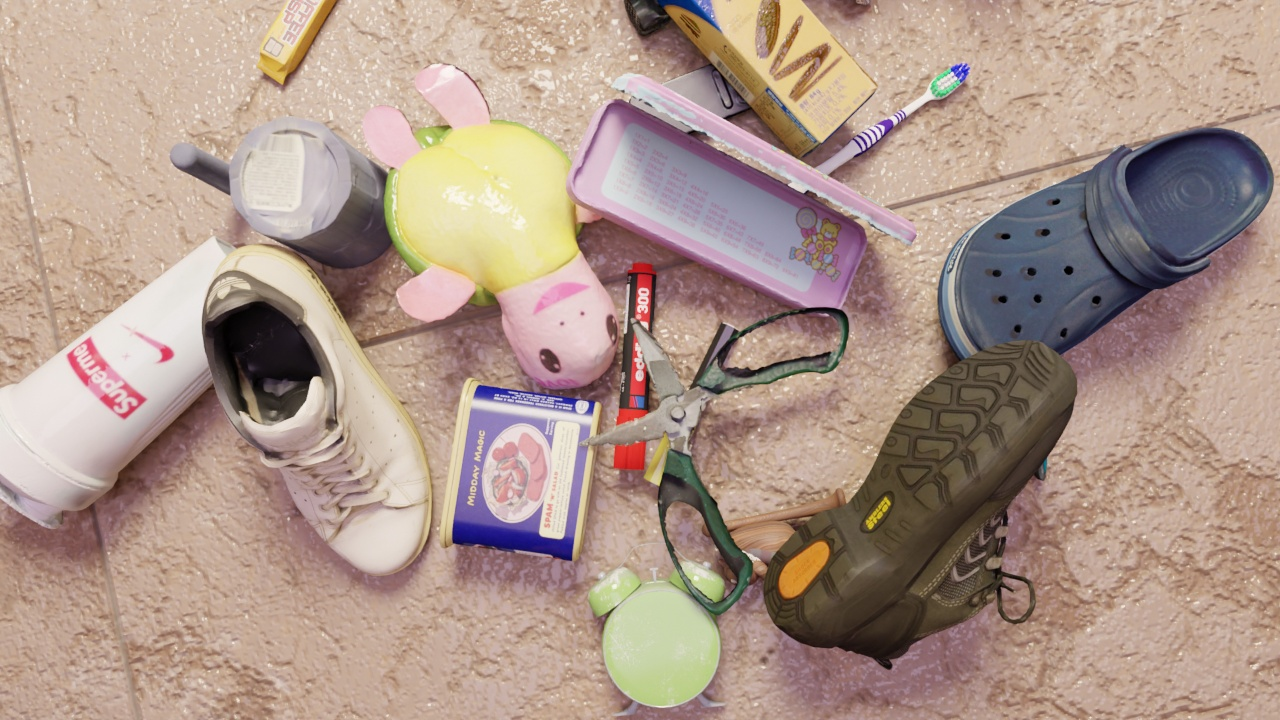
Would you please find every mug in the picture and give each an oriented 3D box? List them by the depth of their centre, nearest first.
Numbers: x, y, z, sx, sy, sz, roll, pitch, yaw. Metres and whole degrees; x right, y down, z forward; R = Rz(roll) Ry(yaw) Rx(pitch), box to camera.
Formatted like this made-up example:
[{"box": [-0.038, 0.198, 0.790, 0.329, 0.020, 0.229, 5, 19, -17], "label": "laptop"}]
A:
[{"box": [-0.236, -0.115, 0.620, 0.124, 0.104, 0.084, 14, 88, 2], "label": "mug"}]

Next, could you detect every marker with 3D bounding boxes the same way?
[{"box": [0.038, 0.032, 0.648, 0.021, 0.017, 0.124, 26, 87, 2], "label": "marker"}, {"box": [-0.004, 0.004, 0.648, 0.021, 0.023, 0.145, 1, 86, 39], "label": "marker"}]

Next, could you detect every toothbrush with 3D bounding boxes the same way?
[{"box": [0.158, -0.155, 0.656, 0.186, 0.016, 0.015, -35, 87, -1], "label": "toothbrush"}]

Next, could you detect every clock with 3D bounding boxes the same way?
[{"box": [0.014, 0.185, 0.629, 0.094, 0.042, 0.119, -7, 86, 0], "label": "clock"}]

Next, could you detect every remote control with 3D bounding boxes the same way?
[{"box": [0.067, -0.196, 0.659, 0.152, 0.020, 0.041, -22, 91, -1], "label": "remote control"}]

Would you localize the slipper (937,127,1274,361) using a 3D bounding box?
[{"box": [0.309, -0.085, 0.604, 0.252, 0.095, 0.105, -31, 83, -7], "label": "slipper"}]

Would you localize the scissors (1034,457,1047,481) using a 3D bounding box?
[{"box": [0.250, 0.016, 0.643, 0.124, 0.019, 0.155, -21, 85, -2], "label": "scissors"}]

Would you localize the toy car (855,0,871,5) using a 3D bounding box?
[{"box": [0.156, -0.317, 0.656, 0.039, 0.039, 0.113, 4, 86, 23], "label": "toy car"}]

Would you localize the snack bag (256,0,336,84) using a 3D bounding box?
[{"box": [-0.246, -0.251, 0.670, 0.026, 0.020, 0.099, 31, 88, 2], "label": "snack bag"}]

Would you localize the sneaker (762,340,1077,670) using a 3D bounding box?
[{"box": [0.205, 0.111, 0.576, 0.143, 0.101, 0.238, 36, 103, -21], "label": "sneaker"}]

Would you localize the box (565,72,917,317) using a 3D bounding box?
[{"box": [0.068, -0.104, 0.587, 0.214, 0.093, 0.089, 24, 87, -16], "label": "box"}]

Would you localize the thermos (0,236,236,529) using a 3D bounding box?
[{"box": [-0.351, 0.010, 0.625, 0.220, 0.099, 0.099, -42, 87, -5], "label": "thermos"}]

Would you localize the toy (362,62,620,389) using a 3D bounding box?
[{"box": [-0.092, -0.089, 0.624, 0.189, 0.088, 0.238, -38, 92, -24], "label": "toy"}]

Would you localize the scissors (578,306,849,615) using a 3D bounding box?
[{"box": [0.066, 0.051, 0.611, 0.201, 0.015, 0.201, -23, 89, -6], "label": "scissors"}]

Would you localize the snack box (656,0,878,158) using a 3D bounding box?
[{"box": [0.065, -0.234, 0.617, 0.056, 0.057, 0.207, -44, 95, -2], "label": "snack box"}]

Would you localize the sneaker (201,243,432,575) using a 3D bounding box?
[{"box": [-0.202, 0.045, 0.584, 0.089, 0.102, 0.241, -24, 110, -4], "label": "sneaker"}]

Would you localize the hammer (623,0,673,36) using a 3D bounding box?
[{"box": [-0.021, -0.402, 0.668, 0.130, 0.032, 0.318, -30, 86, 1], "label": "hammer"}]

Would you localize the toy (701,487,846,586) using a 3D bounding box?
[{"box": [0.095, 0.125, 0.631, 0.102, 0.041, 0.054, -13, 64, 9], "label": "toy"}]

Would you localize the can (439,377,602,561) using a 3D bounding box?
[{"box": [-0.080, 0.076, 0.630, 0.092, 0.056, 0.116, 8, 87, 1], "label": "can"}]
